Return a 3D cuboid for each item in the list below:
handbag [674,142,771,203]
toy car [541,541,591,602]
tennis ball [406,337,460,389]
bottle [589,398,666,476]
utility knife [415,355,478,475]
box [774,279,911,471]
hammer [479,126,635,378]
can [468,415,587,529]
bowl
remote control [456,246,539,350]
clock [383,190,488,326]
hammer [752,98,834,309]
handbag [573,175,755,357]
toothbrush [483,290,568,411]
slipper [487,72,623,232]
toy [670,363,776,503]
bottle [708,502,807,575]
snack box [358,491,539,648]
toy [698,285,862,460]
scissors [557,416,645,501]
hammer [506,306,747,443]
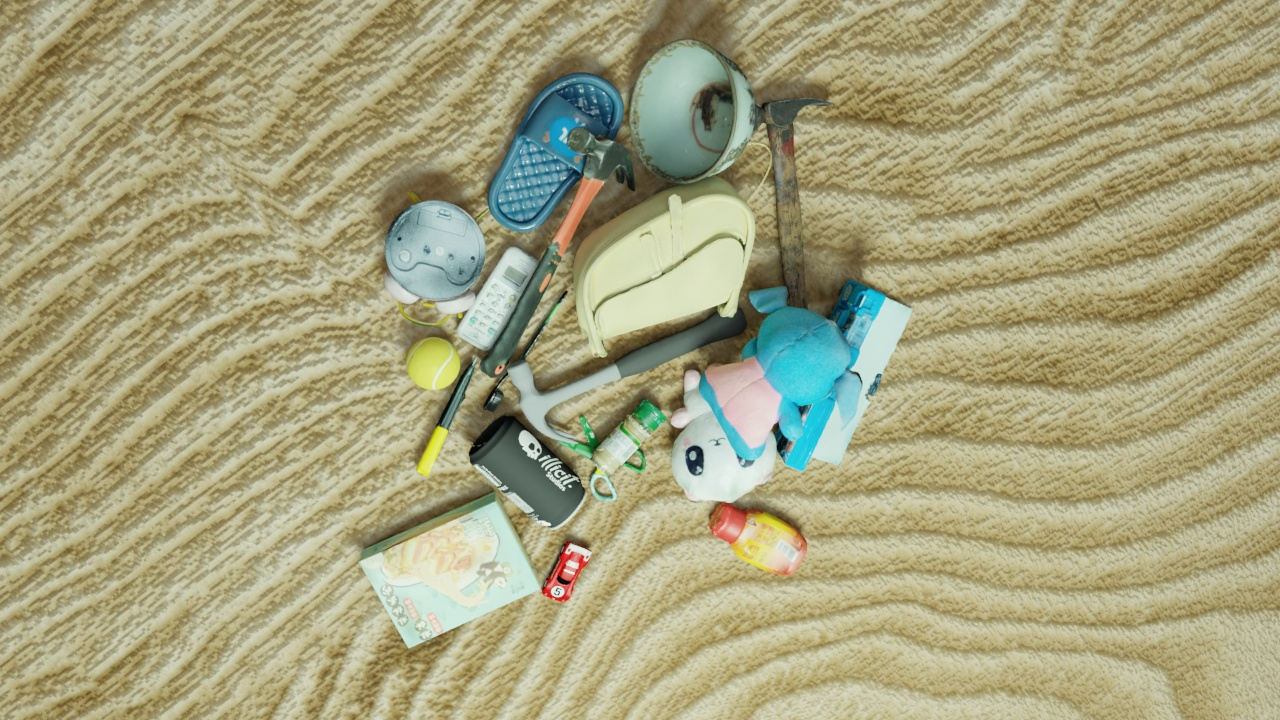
[{"bbox_3d":[0.092,-0.208,1.148,0.178,0.027,0.084,-37,107,-2],"label":"handbag"},{"bbox_3d":[-0.100,0.287,1.243,0.038,0.025,0.089,24,100,-12],"label":"toy car"},{"bbox_3d":[-0.256,0.004,1.132,0.065,0.065,0.065,-2,104,-7],"label":"tennis ball"},{"bbox_3d":[-0.017,0.101,1.192,0.110,0.043,0.042,-46,105,-3],"label":"bottle"},{"bbox_3d":[-0.243,0.068,1.169,0.020,0.028,0.174,23,100,-17],"label":"utility knife"},{"bbox_3d":[0.272,0.029,1.189,0.113,0.114,0.243,22,100,-7],"label":"box"},{"bbox_3d":[-0.111,-0.118,1.111,0.033,0.132,0.334,39,108,25],"label":"hammer"},{"bbox_3d":[-0.144,0.143,1.173,0.080,0.080,0.146,-44,105,4],"label":"can"},{"bbox_3d":[0.075,-0.288,1.078,0.093,0.160,0.160,-11,110,-47],"label":"bowl"},{"bbox_3d":[-0.176,-0.077,1.145,0.050,0.022,0.133,32,98,-13],"label":"remote control"},{"bbox_3d":[-0.247,-0.117,1.105,0.117,0.058,0.158,13,101,-6],"label":"clock"},{"bbox_3d":[0.198,-0.163,1.166,0.120,0.033,0.330,-11,107,-12],"label":"hammer"},{"bbox_3d":[0.028,-0.111,1.102,0.232,0.088,0.191,-18,117,-8],"label":"handbag"},{"bbox_3d":[-0.144,-0.011,1.170,0.017,0.014,0.188,32,98,-27],"label":"toothbrush"},{"bbox_3d":[-0.107,-0.249,1.094,0.104,0.059,0.214,37,98,-12],"label":"slipper"},{"bbox_3d":[0.102,0.094,1.192,0.139,0.101,0.179,-13,86,9],"label":"toy"},{"bbox_3d":[0.158,0.241,1.253,0.134,0.048,0.071,28,98,-13],"label":"bottle"},{"bbox_3d":[-0.249,0.276,1.211,0.193,0.044,0.141,-24,107,-2],"label":"snack box"},{"bbox_3d":[0.158,0.010,1.114,0.192,0.224,0.099,-39,150,15],"label":"toy"},{"bbox_3d":[-0.059,0.135,1.218,0.131,0.012,0.112,22,97,-12],"label":"scissors"},{"bbox_3d":[-0.007,0.007,1.179,0.310,0.029,0.125,-23,107,-5],"label":"hammer"}]
